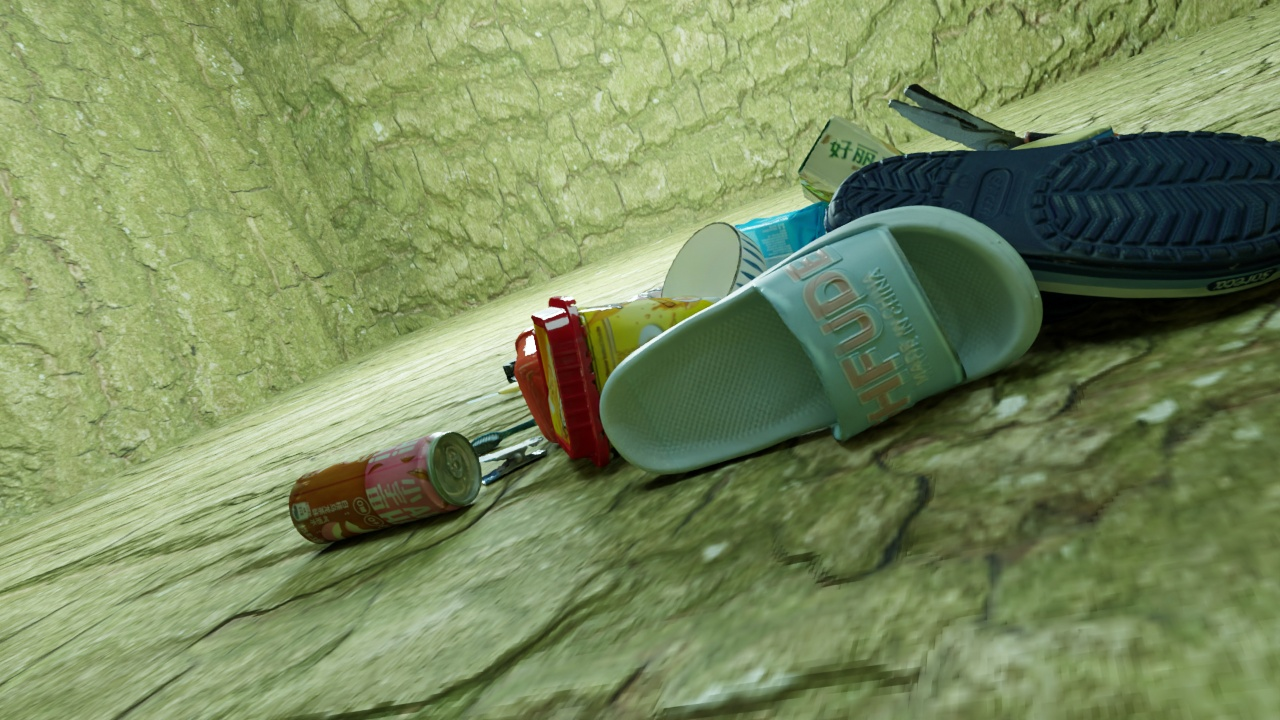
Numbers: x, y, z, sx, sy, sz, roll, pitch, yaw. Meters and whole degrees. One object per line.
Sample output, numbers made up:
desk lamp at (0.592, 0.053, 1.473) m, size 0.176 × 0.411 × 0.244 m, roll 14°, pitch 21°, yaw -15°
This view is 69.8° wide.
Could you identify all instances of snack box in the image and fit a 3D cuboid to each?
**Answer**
snack box at (0.221, -0.170, 0.908) m, size 0.063 × 0.114 × 0.239 m, roll -59°, pitch -8°, yaw 10°
snack box at (-0.060, 0.016, 0.743) m, size 0.082 × 0.091 × 0.080 m, roll -21°, pitch 17°, yaw 10°

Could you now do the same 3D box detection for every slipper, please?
slipper at (0.084, -0.002, 0.490) m, size 0.246 × 0.104 × 0.074 m, roll -24°, pitch 6°, yaw 19°
slipper at (0.231, -0.062, 0.515) m, size 0.253 × 0.095 × 0.104 m, roll 4°, pitch 54°, yaw 25°

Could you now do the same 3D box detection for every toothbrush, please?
toothbrush at (-0.064, 0.045, 0.807) m, size 0.192 × 0.016 × 0.018 m, roll -22°, pitch 20°, yaw 6°

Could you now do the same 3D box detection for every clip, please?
clip at (-0.099, 0.075, 0.711) m, size 0.058 × 0.041 × 0.026 m, roll -20°, pitch 6°, yaw -16°

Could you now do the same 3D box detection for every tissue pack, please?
tissue pack at (0.146, -0.103, 0.910) m, size 0.063 × 0.090 × 0.140 m, roll -26°, pitch 11°, yaw -27°

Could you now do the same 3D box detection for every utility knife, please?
utility knife at (-0.115, 0.020, 1.036) m, size 0.198 × 0.021 × 0.030 m, roll -12°, pitch 7°, yaw 17°

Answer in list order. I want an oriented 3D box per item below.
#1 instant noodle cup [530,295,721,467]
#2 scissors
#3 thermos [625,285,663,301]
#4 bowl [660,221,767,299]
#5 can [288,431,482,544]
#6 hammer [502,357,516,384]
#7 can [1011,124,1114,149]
instant noodle cup at (-0.004, 0.004, 0.646) m, size 0.123 × 0.116 × 0.116 m, roll -12°, pitch 7°, yaw -12°
scissors at (0.299, -0.169, 0.708) m, size 0.198 × 0.205 × 0.015 m, roll -4°, pitch 61°, yaw 31°
thermos at (-0.030, -0.018, 0.903) m, size 0.087 × 0.067 × 0.198 m, roll 0°, pitch 23°, yaw 38°
bowl at (0.079, -0.067, 0.879) m, size 0.066 × 0.116 × 0.117 m, roll 23°, pitch -17°, yaw -31°
can at (-0.192, 0.096, 0.685) m, size 0.148 × 0.058 × 0.057 m, roll -18°, pitch 11°, yaw 26°
hammer at (-0.031, -0.026, 1.067) m, size 0.324 × 0.032 × 0.125 m, roll -15°, pitch 12°, yaw 33°
can at (0.301, -0.117, 0.662) m, size 0.057 × 0.083 × 0.102 m, roll -26°, pitch 10°, yaw -18°
